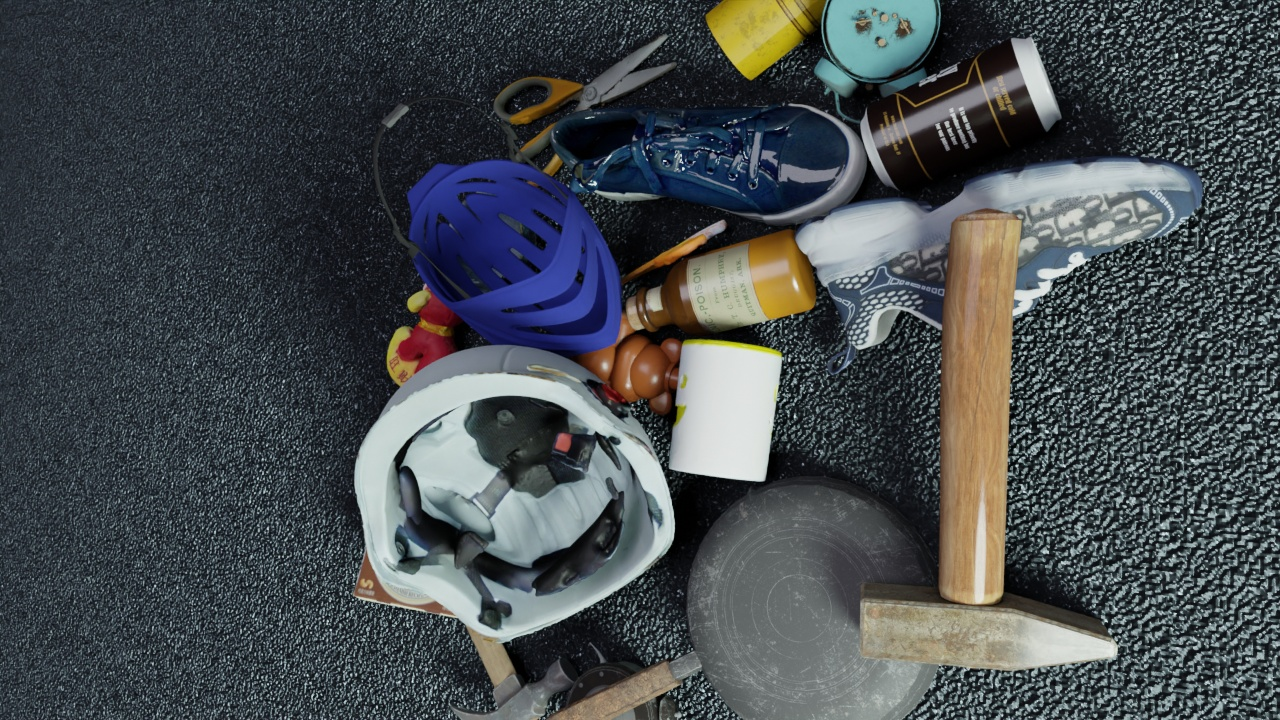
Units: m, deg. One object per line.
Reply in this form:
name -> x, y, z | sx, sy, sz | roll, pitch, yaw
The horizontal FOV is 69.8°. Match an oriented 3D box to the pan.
pan -> 0.061, 0.226, 0.716 | 0.357, 0.040, 0.207 | -31, 67, 14

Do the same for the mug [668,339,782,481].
mug -> 0.069, 0.041, 0.749 | 0.083, 0.082, 0.106 | 4, 85, 34

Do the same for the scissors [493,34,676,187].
scissors -> -0.062, -0.250, 0.929 | 0.226, 0.016, 0.166 | -6, 79, 31

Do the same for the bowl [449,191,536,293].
bowl -> -0.144, -0.117, 0.937 | 0.111, 0.055, 0.110 | -7, 77, 33

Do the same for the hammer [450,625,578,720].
hammer -> -0.185, 0.214, 0.914 | 0.119, 0.030, 0.331 | -40, 60, 8

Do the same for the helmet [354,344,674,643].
helmet -> -0.107, 0.086, 0.769 | 0.237, 0.264, 0.163 | -37, 30, 11

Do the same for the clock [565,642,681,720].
clock -> -0.014, 0.306, 0.780 | 0.123, 0.043, 0.091 | 27, 93, 31

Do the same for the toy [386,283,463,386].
toy -> -0.222, -0.019, 0.971 | 0.105, 0.067, 0.137 | 35, 109, 29

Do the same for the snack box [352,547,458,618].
snack box -> -0.199, 0.173, 0.903 | 0.143, 0.041, 0.146 | 2, 71, 29

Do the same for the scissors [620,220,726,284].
scissors -> 0.028, -0.097, 0.831 | 0.133, 0.083, 0.012 | -21, 102, 53

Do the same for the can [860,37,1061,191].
can -> 0.235, -0.181, 0.682 | 0.129, 0.071, 0.072 | -20, 71, 29

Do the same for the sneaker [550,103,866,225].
sneaker -> 0.040, -0.178, 0.783 | 0.295, 0.127, 0.120 | 12, 87, 33

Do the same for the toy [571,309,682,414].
toy -> -0.005, 0.005, 0.827 | 0.128, 0.065, 0.095 | 14, 95, 25

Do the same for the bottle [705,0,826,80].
bottle -> 0.140, -0.317, 0.772 | 0.164, 0.071, 0.071 | -33, 65, 25

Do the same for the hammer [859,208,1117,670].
hammer -> 0.227, 0.052, 0.601 | 0.158, 0.037, 0.301 | 1, 96, 14

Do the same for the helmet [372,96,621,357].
helmet -> -0.123, -0.111, 0.772 | 0.241, 0.228, 0.147 | 39, 80, 26

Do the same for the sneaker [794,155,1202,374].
sneaker -> 0.247, -0.063, 0.653 | 0.270, 0.103, 0.132 | -9, 91, 33

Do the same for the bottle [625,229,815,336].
bottle -> 0.062, -0.057, 0.766 | 0.157, 0.067, 0.067 | -14, 74, 22

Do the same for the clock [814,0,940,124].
clock -> 0.186, -0.251, 0.726 | 0.090, 0.053, 0.124 | 8, 111, 5
